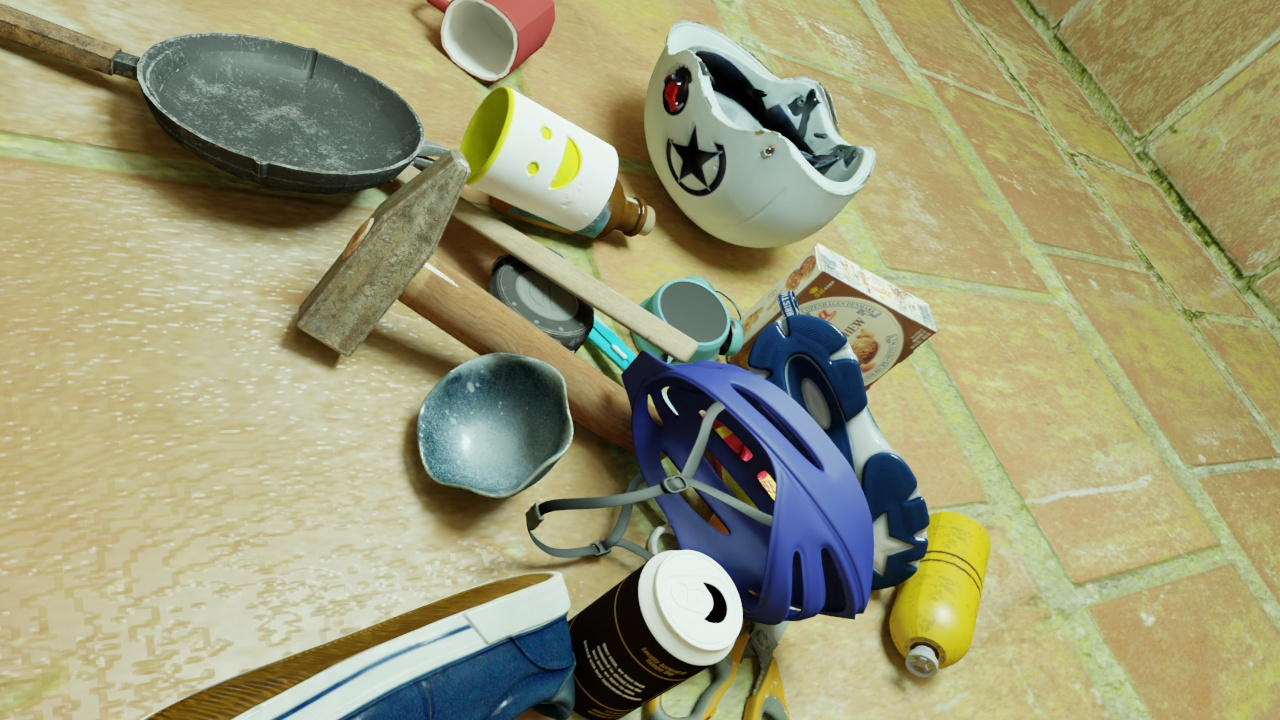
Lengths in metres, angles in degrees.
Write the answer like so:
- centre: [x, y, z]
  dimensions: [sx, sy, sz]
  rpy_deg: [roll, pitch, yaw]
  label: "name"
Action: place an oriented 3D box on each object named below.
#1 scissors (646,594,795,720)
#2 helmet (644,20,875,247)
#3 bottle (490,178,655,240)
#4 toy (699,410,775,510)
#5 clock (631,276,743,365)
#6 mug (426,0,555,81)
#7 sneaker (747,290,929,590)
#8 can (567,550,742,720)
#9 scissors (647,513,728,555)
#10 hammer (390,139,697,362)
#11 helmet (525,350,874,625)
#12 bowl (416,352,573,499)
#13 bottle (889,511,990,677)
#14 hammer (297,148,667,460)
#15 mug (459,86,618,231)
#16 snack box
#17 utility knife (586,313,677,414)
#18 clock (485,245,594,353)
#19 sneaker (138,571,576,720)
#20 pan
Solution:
- centre: [0.077, 0.218, 0.692]
  dimensions: [0.166, 0.016, 0.224]
  rpy_deg: [33, 40, -14]
  label: "scissors"
- centre: [0.102, -0.229, 0.986]
  dimensions: [0.236, 0.164, 0.264]
  rpy_deg: [-12, 58, -50]
  label: "helmet"
- centre: [-0.056, -0.150, 0.857]
  dimensions: [0.156, 0.068, 0.067]
  rpy_deg: [12, 49, -33]
  label: "bottle"
- centre: [0.088, 0.075, 0.792]
  dimensions: [0.137, 0.067, 0.105]
  rpy_deg: [60, 27, 10]
  label: "toy"
- centre: [0.050, -0.036, 0.855]
  dimensions: [0.124, 0.053, 0.090]
  rpy_deg: [-27, 75, -37]
  label: "clock"
- centre: [-0.158, -0.353, 0.940]
  dimensions: [0.116, 0.081, 0.096]
  rpy_deg: [32, 41, -4]
  label: "mug"
- centre: [0.174, 0.070, 0.810]
  dimensions: [0.132, 0.103, 0.269]
  rpy_deg: [-68, 135, -70]
  label: "sneaker"
- centre: [0.000, 0.174, 0.576]
  dimensions: [0.072, 0.129, 0.071]
  rpy_deg: [23, 44, -24]
  label: "can"
- centre: [0.048, 0.139, 0.741]
  dimensions: [0.084, 0.012, 0.132]
  rpy_deg: [39, 35, -2]
  label: "scissors"
- centre: [-0.097, -0.095, 0.743]
  dimensions: [0.331, 0.031, 0.119]
  rpy_deg: [31, 35, 10]
  label: "hammer"
- centre: [0.042, 0.107, 0.641]
  dimensions: [0.227, 0.148, 0.241]
  rpy_deg: [-25, 75, -36]
  label: "helmet"
- centre: [-0.097, 0.053, 0.642]
  dimensions: [0.110, 0.055, 0.110]
  rpy_deg: [-4, 60, 6]
  label: "bowl"
- centre: [0.265, 0.212, 0.815]
  dimensions: [0.071, 0.071, 0.163]
  rpy_deg: [43, 40, -2]
  label: "bottle"
- centre: [-0.080, -0.010, 0.687]
  dimensions: [0.300, 0.158, 0.037]
  rpy_deg: [37, 10, -28]
  label: "hammer"
- centre: [-0.084, -0.162, 0.749]
  dimensions: [0.106, 0.083, 0.082]
  rpy_deg: [21, 45, -34]
  label: "mug"
- centre: [0.182, -0.026, 0.892]
  dimensions: [0.147, 0.144, 0.041]
  rpy_deg: [25, 41, -22]
  label: "snack box"
- centre: [-0.005, 0.005, 0.781]
  dimensions: [0.022, 0.015, 0.158]
  rpy_deg: [-44, 71, -12]
  label: "utility knife"
- centre: [-0.086, -0.043, 0.757]
  dimensions: [0.091, 0.044, 0.122]
  rpy_deg: [16, 42, -24]
  label: "clock"
- centre: [-0.140, 0.207, 0.469]
  dimensions: [0.293, 0.121, 0.127]
  rpy_deg: [-9, 85, -47]
  label: "sneaker"
- centre: [-0.339, -0.203, 0.673]
  dimensions: [0.356, 0.040, 0.207]
  rpy_deg: [14, 36, -17]
  label: "pan"
